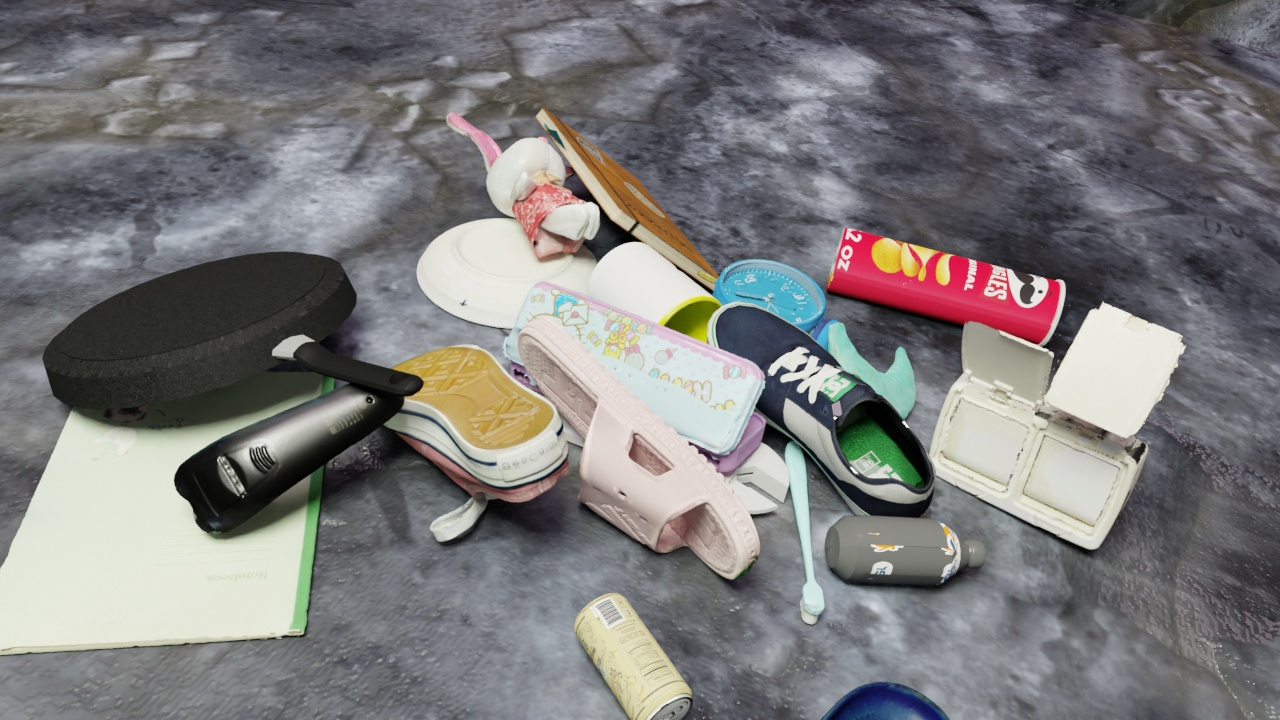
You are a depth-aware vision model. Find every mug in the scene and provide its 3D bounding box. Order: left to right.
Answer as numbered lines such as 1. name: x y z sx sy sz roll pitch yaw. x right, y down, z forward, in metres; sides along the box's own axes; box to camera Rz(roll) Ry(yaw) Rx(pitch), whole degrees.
1. mug: 0.013 -0.046 0.818 0.082 0.083 0.106 -17 43 -31

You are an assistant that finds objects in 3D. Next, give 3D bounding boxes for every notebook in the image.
1. notebook: -0.312 0.087 0.627 0.181 0.010 0.252 1 38 -13
2. notebook: -0.023 -0.178 0.959 0.178 0.014 0.249 29 19 -42

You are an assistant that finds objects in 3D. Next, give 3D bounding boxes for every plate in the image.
1. plate: -0.124 -0.096 0.893 0.182 0.034 0.182 6 37 -5

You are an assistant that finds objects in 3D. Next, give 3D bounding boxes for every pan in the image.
1. pan: -0.282 -0.021 0.667 0.357 0.034 0.224 11 34 36

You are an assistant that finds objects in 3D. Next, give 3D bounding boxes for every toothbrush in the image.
1. toothbrush: 0.119 0.119 0.680 0.016 0.017 0.180 7 35 -1

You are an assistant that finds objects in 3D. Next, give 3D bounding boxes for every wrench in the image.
1. wrench: -0.014 0.057 0.731 0.273 0.018 0.086 21 38 17

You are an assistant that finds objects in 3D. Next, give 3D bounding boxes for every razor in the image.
1. razor: -0.228 0.056 0.605 0.151 0.067 0.054 -32 91 -18

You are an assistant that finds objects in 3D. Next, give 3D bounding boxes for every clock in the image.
1. clock: 0.123 -0.031 0.841 0.116 0.060 0.161 -8 43 -24

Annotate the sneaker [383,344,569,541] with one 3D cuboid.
1. sneaker: -0.120 0.055 0.654 0.118 0.088 0.241 -30 29 -25

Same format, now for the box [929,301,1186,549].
1. box: 0.289 0.044 0.667 0.143 0.192 0.068 25 40 31

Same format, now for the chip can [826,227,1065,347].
1. chip can: 0.306 -0.076 0.935 0.221 0.069 0.069 16 37 9

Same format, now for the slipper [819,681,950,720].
1. slipper: 0.097 0.244 0.445 0.105 0.095 0.252 26 36 17

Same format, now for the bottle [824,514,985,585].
1. bottle: 0.188 0.134 0.647 0.112 0.047 0.047 4 37 -8

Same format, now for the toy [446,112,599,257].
1. toy: -0.103 -0.170 0.898 0.159 0.084 0.194 18 24 -42

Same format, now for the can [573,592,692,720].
1. can: -0.005 0.181 0.549 0.038 0.038 0.079 -15 43 -30

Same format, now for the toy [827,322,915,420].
1. toy: 0.202 0.017 0.795 0.105 0.033 0.085 17 59 -34

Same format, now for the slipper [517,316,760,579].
1. slipper: -0.019 0.069 0.638 0.064 0.094 0.239 -35 67 -24

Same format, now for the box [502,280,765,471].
1. box: -0.008 0.015 0.720 0.214 0.096 0.077 23 57 24

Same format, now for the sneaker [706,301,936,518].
1. sneaker: 0.138 0.025 0.712 0.084 0.079 0.235 -33 62 -16
